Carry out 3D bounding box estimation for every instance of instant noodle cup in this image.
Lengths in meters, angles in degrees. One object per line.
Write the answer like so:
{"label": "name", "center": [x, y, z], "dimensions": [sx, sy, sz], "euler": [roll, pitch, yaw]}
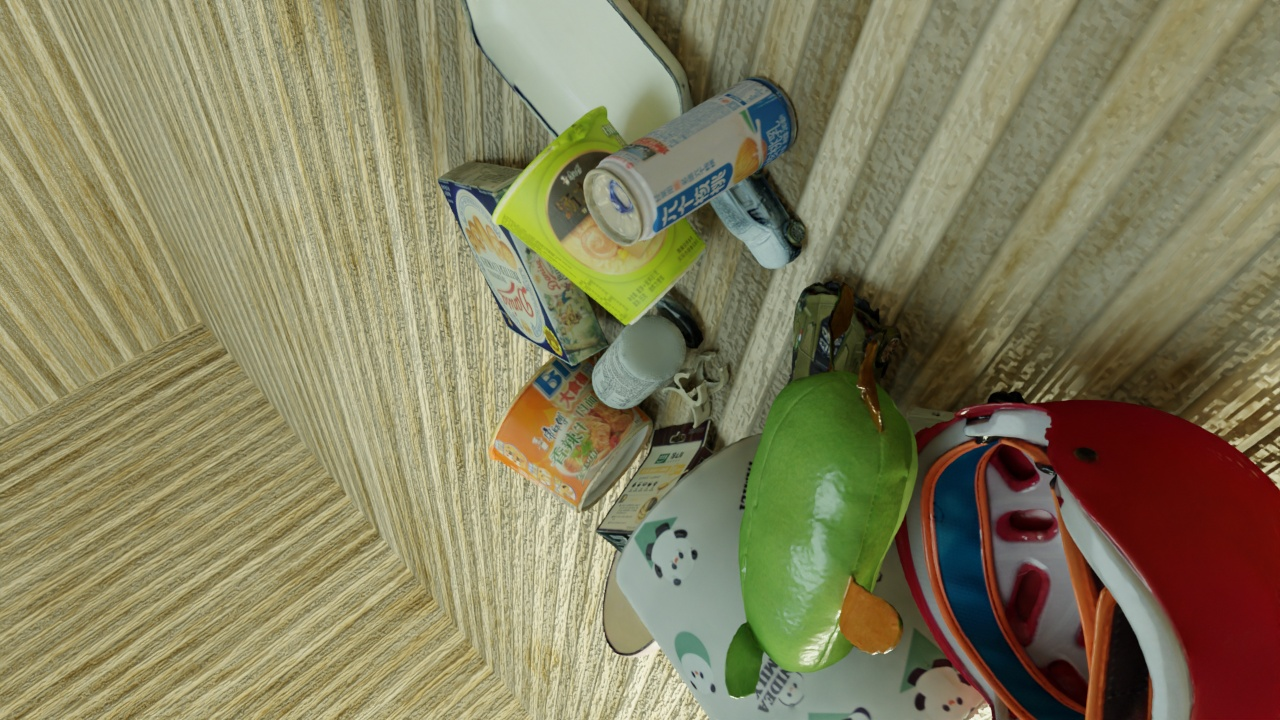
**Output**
{"label": "instant noodle cup", "center": [-0.021, -0.094, 0.642], "dimensions": [0.123, 0.111, 0.112], "euler": [45, 154, -4]}
{"label": "instant noodle cup", "center": [-0.066, 0.076, 0.942], "dimensions": [0.111, 0.151, 0.152], "euler": [38, 150, 13]}

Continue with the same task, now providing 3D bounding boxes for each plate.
{"label": "plate", "center": [-0.045, -0.227, 0.665], "dimensions": [0.265, 0.034, 0.162], "euler": [50, 154, 7]}
{"label": "plate", "center": [0.025, 0.212, 0.938], "dimensions": [0.039, 0.192, 0.193], "euler": [26, 160, -19]}

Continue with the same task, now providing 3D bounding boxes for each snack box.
{"label": "snack box", "center": [0.024, 0.126, 0.886], "dimensions": [0.053, 0.125, 0.113], "euler": [43, 156, -15]}
{"label": "snack box", "center": [-0.117, -0.098, 0.888], "dimensions": [0.178, 0.045, 0.182], "euler": [27, 143, 59]}

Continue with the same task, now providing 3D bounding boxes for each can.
{"label": "can", "center": [-0.005, 0.005, 0.825], "dimensions": [0.058, 0.058, 0.147], "euler": [52, 162, 3]}
{"label": "can", "center": [0.031, -0.121, 0.555], "dimensions": [0.053, 0.134, 0.053], "euler": [39, 150, 28]}

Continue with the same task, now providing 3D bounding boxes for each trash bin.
{"label": "trash bin", "center": [0.128, 0.205, 0.709], "dimensions": [0.252, 0.229, 0.230], "euler": [47, 153, 27]}

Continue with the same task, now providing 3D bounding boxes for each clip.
{"label": "clip", "center": [0.049, 0.026, 0.815], "dimensions": [0.070, 0.034, 0.100], "euler": [48, 158, 8]}

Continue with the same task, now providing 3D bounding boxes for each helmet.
{"label": "helmet", "center": [0.242, 0.112, 0.483], "dimensions": [0.240, 0.144, 0.207], "euler": [-140, 40, -80]}

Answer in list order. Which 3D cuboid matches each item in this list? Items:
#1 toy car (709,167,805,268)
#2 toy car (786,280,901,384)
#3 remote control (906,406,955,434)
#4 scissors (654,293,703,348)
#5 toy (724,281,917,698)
{"label": "toy car", "center": [0.075, -0.102, 0.623], "dimensions": [0.090, 0.034, 0.043], "euler": [56, 150, -7]}
{"label": "toy car", "center": [0.137, 0.008, 0.647], "dimensions": [0.070, 0.042, 0.158], "euler": [37, 151, 31]}
{"label": "remote control", "center": [0.220, 0.087, 0.621], "dimensions": [0.049, 0.024, 0.125], "euler": [6, 126, 55]}
{"label": "scissors", "center": [-0.007, -0.074, 0.775], "dimensions": [0.159, 0.014, 0.179], "euler": [40, 162, 13]}
{"label": "toy", "center": [0.109, 0.084, 0.545], "dimensions": [0.226, 0.090, 0.247], "euler": [-93, 12, -66]}
